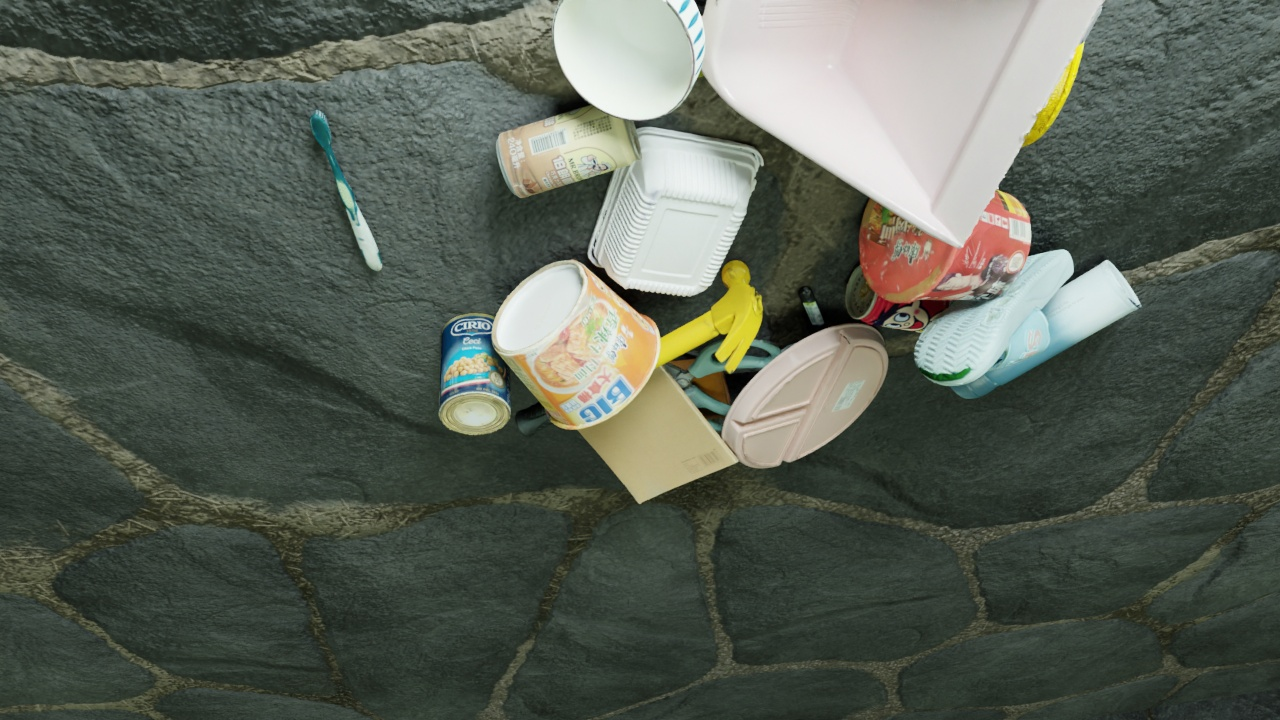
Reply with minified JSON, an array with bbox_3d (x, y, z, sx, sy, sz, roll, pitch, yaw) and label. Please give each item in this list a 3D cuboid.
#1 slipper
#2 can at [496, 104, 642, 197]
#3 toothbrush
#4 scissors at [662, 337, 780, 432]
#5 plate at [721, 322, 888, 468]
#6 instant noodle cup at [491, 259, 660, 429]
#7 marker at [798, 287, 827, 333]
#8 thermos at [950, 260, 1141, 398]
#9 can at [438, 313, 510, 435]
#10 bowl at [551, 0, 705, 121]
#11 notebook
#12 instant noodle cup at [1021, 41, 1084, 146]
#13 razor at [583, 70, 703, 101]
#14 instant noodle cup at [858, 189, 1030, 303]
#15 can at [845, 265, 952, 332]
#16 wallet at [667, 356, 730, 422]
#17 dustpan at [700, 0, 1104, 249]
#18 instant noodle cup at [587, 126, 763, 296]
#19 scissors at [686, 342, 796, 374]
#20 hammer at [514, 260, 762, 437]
[{"bbox_3d":[0.367,-0.037,0.932,0.104,0.244,0.074,-13,109,55],"label":"slipper"},{"bbox_3d":[-0.061,-0.184,0.792,0.116,0.058,0.058,-15,141,9],"label":"can"},{"bbox_3d":[-0.266,-0.149,0.838,0.016,0.018,0.192,-7,143,-2],"label":"toothbrush"},{"bbox_3d":[0.091,0.019,1.042,0.170,0.019,0.182,31,129,-24],"label":"scissors"},{"bbox_3d":[0.199,0.050,1.084,0.229,0.028,0.230,-22,143,-18],"label":"plate"},{"bbox_3d":[-0.071,-0.022,0.930,0.152,0.151,0.111,-26,130,21],"label":"instant noodle cup"},{"bbox_3d":[0.202,-0.042,1.046,0.018,0.015,0.124,-20,137,14],"label":"marker"},{"bbox_3d":[0.457,-0.029,1.062,0.070,0.070,0.221,27,130,-35],"label":"thermos"},{"bbox_3d":[-0.176,0.015,0.977,0.075,0.111,0.075,-5,141,-4],"label":"can"},{"bbox_3d":[-0.002,-0.250,0.699,0.116,0.066,0.117,17,140,15],"label":"bowl"},{"bbox_3d":[-0.005,0.070,1.070,0.150,0.012,0.211,-27,113,31],"label":"notebook"},{"bbox_3d":[0.262,-0.244,0.721,0.110,0.137,0.138,6,140,-2],"label":"instant noodle cup"},{"bbox_3d":[0.015,-0.242,0.761,0.132,0.028,0.043,-9,138,-1],"label":"razor"},{"bbox_3d":[0.296,-0.116,0.882,0.108,0.137,0.138,6,140,-26],"label":"instant noodle cup"},{"bbox_3d":[0.275,-0.068,0.983,0.093,0.066,0.067,8,139,-18],"label":"can"},{"bbox_3d":[0.041,0.042,1.105,0.131,0.035,0.119,-8,136,9],"label":"wallet"},{"bbox_3d":[0.143,-0.225,0.641,0.138,0.273,0.223,-13,141,-22],"label":"dustpan"},{"bbox_3d":[0.034,-0.129,0.876,0.138,0.060,0.174,6,141,-16],"label":"instant noodle cup"},{"bbox_3d":[0.140,0.008,1.086,0.160,0.014,0.175,-30,133,33],"label":"scissors"},{"bbox_3d":[-0.006,0.006,0.966,0.301,0.128,0.033,-28,127,20],"label":"hammer"}]
